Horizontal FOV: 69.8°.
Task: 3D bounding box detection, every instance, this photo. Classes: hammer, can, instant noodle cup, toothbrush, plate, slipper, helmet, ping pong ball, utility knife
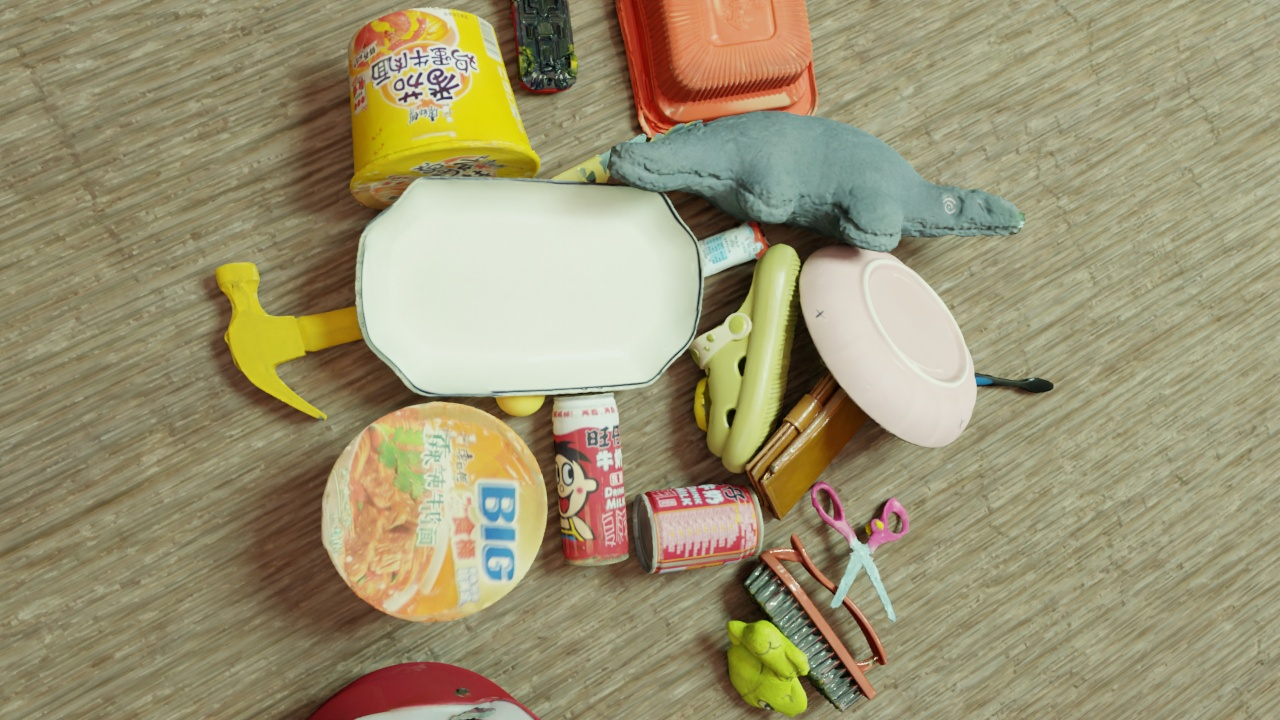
[{"bbox_3d":[-0.163,-0.042,0.714,0.300,0.033,0.129,-15,94,-14],"label":"hammer"},{"bbox_3d":[-0.040,0.093,0.733,0.053,0.053,0.132,-5,91,-15],"label":"can"},{"bbox_3d":[-0.151,-0.182,0.673,0.138,0.138,0.109,-11,84,-14],"label":"instant noodle cup"},{"bbox_3d":[0.068,-0.278,0.753,0.164,0.079,0.189,-13,97,-10],"label":"instant noodle cup"},{"bbox_3d":[0.294,0.016,0.844,0.189,0.016,0.014,5,97,-12],"label":"toothbrush"},{"bbox_3d":[0.213,-0.023,0.751,0.192,0.039,0.192,23,47,-27],"label":"plate"},{"bbox_3d":[0.046,0.136,0.748,0.093,0.066,0.066,-5,90,-14],"label":"can"},{"bbox_3d":[0.083,-0.005,0.761,0.082,0.091,0.190,13,93,21],"label":"slipper"},{"bbox_3d":[-0.154,0.319,0.660,0.206,0.144,0.240,-46,114,-10],"label":"helmet"},{"bbox_3d":[-0.095,0.024,0.727,0.040,0.040,0.040,0,89,-15],"label":"ping pong ball"},{"bbox_3d":[-0.074,-0.136,0.748,0.190,0.020,0.031,-33,125,-16],"label":"utility knife"},{"bbox_3d":[-0.152,0.104,0.674,0.151,0.111,0.151,0,89,-14],"label":"instant noodle cup"},{"bbox_3d":[-0.079,-0.056,0.697,0.265,0.034,0.162,-3,102,-20],"label":"plate"}]

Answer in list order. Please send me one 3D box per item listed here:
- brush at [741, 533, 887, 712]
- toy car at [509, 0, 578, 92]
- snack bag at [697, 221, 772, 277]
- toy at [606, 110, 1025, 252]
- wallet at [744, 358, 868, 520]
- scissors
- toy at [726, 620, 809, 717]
[{"bbox_3d":[0.147,0.218,0.777,0.069,0.063,0.146,-37,96,-10],"label":"brush"},{"bbox_3d":[-0.079,-0.269,0.739,0.049,0.031,0.106,-7,92,-15],"label":"toy car"},{"bbox_3d":[0.065,-0.091,0.777,0.104,0.026,0.048,-26,89,-13],"label":"snack bag"},{"bbox_3d":[0.137,-0.145,0.738,0.356,0.137,0.092,6,118,-16],"label":"toy"},{"bbox_3d":[0.143,0.062,0.758,0.130,0.119,0.035,-47,56,-11],"label":"wallet"},{"bbox_3d":[0.186,0.157,0.789,0.130,0.017,0.133,41,53,1],"label":"scissors"},{"bbox_3d":[0.103,0.253,0.758,0.096,0.100,0.031,39,48,6],"label":"toy"}]
